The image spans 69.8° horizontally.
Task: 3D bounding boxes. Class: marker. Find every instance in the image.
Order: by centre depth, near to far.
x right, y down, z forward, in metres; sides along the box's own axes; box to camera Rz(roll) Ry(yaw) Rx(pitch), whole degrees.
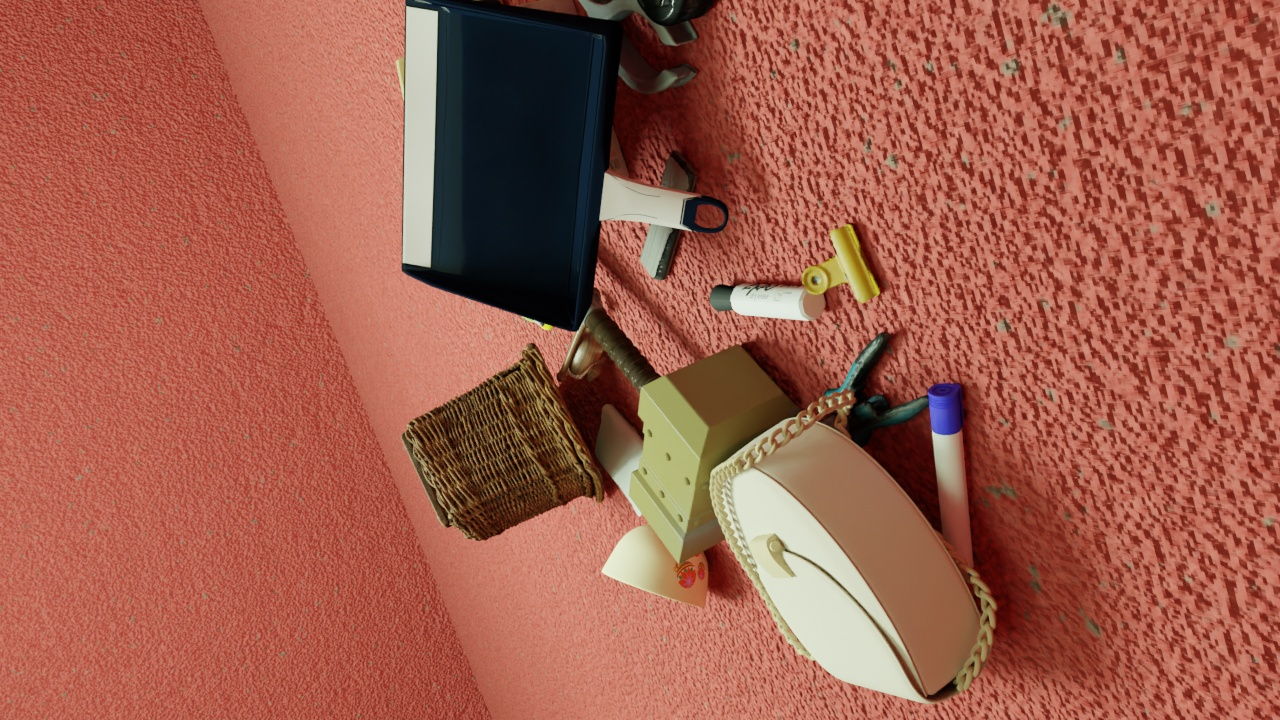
[{"bbox_3d":[0.206,0.081,0.605,0.020,0.020,0.142,25,134,55],"label":"marker"},{"bbox_3d":[0.093,-0.047,0.709,0.126,0.025,0.025,11,121,60],"label":"marker"}]

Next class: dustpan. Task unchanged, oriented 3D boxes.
[{"bbox_3d":[-0.066,-0.142,0.718,0.080,0.273,0.237,-76,-6,-64],"label":"dustpan"}]

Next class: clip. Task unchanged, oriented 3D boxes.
[{"bbox_3d":[0.137,-0.063,0.623,0.046,0.035,0.053,-23,93,47],"label":"clip"},{"bbox_3d":[-0.011,-0.246,0.738,0.163,0.028,0.108,43,146,40],"label":"clip"}]

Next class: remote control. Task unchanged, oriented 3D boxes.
[{"bbox_3d":[0.024,-0.121,0.795,0.033,0.013,0.137,54,151,23],"label":"remote control"}]

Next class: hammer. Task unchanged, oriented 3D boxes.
[{"bbox_3d":[-0.005,0.005,0.862,0.325,0.100,0.191,50,151,33],"label":"hammer"}]

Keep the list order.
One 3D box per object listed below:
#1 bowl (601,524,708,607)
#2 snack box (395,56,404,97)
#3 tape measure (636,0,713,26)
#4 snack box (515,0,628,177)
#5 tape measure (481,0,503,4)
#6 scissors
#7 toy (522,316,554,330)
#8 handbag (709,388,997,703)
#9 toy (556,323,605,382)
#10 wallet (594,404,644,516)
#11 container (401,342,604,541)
[{"bbox_3d":[0.025,0.213,1.000,0.118,0.118,0.074,0,70,63],"label":"bowl"},{"bbox_3d":[-0.153,-0.206,0.878,0.154,0.055,0.207,-4,99,45],"label":"snack box"},{"bbox_3d":[0.021,-0.272,0.637,0.072,0.042,0.072,53,149,21],"label":"tape measure"},{"bbox_3d":[-0.095,-0.221,0.801,0.027,0.131,0.168,4,115,63],"label":"snack box"},{"bbox_3d":[-0.161,-0.345,0.933,0.062,0.038,0.067,57,153,18],"label":"tape measure"},{"bbox_3d":[0.160,0.031,0.654,0.149,0.019,0.122,21,131,59],"label":"scissors"},{"bbox_3d":[-0.134,-0.098,1.073,0.124,0.096,0.131,13,105,53],"label":"toy"},{"bbox_3d":[0.148,0.141,0.674,0.208,0.103,0.211,55,164,5],"label":"handbag"},{"bbox_3d":[-0.058,-0.018,1.003,0.041,0.054,0.102,50,129,38],"label":"toy"},{"bbox_3d":[-0.009,0.112,1.048,0.116,0.032,0.086,51,143,37],"label":"wallet"},{"bbox_3d":[-0.160,0.118,1.095,0.162,0.183,0.250,62,173,15],"label":"container"}]
